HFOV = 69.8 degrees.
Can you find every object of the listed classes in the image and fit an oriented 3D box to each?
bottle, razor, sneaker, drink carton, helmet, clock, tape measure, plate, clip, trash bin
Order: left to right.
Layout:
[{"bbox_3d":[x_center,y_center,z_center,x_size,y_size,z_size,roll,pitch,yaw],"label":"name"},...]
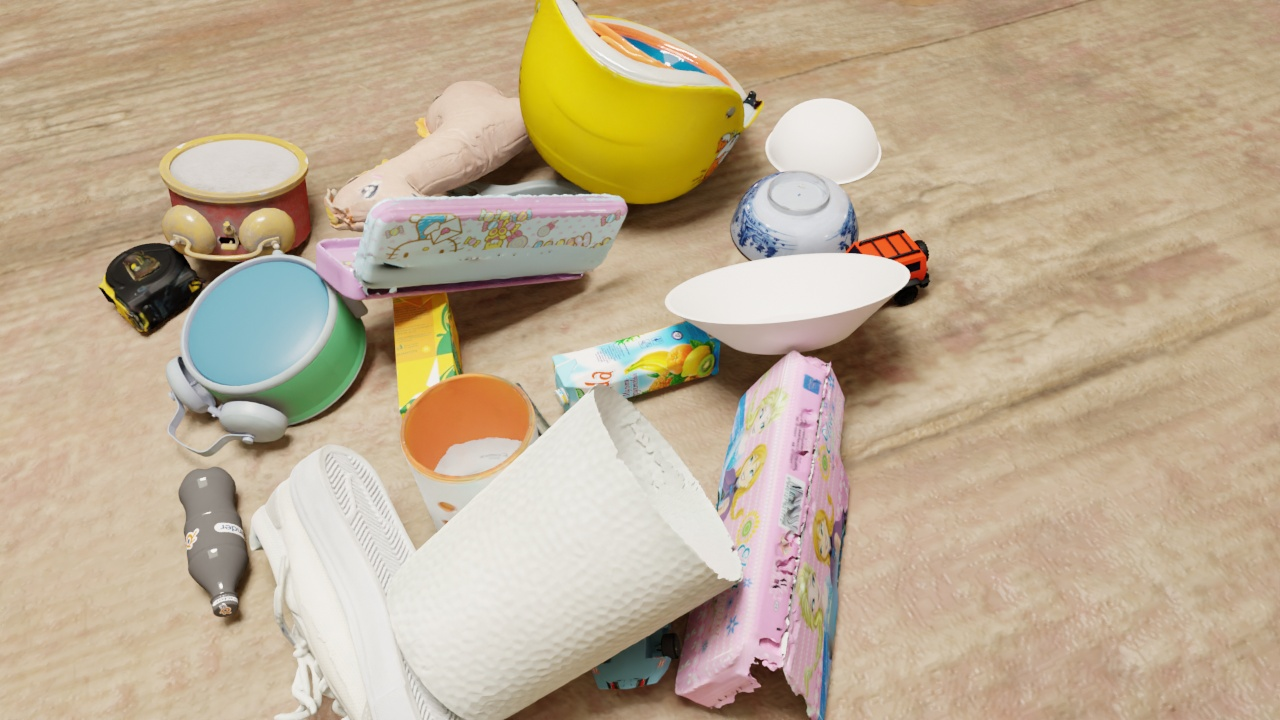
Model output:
[{"bbox_3d":[-0.415,-0.066,0.776,0.072,0.042,0.071,27,59,27],"label":"tape measure"},{"bbox_3d":[-0.283,0.120,0.610,0.036,0.036,0.110,-20,51,-14],"label":"bottle"},{"bbox_3d":[-0.348,-0.126,0.795,0.117,0.081,0.158,0,39,-11],"label":"clock"},{"bbox_3d":[-0.288,0.001,0.695,0.122,0.075,0.161,24,67,21],"label":"clock"},{"bbox_3d":[-0.163,0.170,0.538,0.091,0.089,0.242,-39,65,11],"label":"sneaker"},{"bbox_3d":[-0.157,0.005,0.688,0.041,0.058,0.122,-10,50,-6],"label":"drink carton"},{"bbox_3d":[-0.115,-0.129,0.821,0.162,0.027,0.090,8,49,11],"label":"clip"},{"bbox_3d":[-0.071,0.048,0.667,0.026,0.042,0.106,-27,44,-17],"label":"razor"},{"bbox_3d":[-0.046,0.114,0.516,0.161,0.133,0.133,-38,52,9],"label":"trash bin"},{"bbox_3d":[-0.012,-0.220,0.818,0.209,0.140,0.239,30,22,4],"label":"helmet"},{"bbox_3d":[-0.004,0.004,0.690,0.128,0.044,0.038,-16,50,-12],"label":"drink carton"},{"bbox_3d":[0.107,-0.038,0.669,0.174,0.036,0.173,-8,19,3],"label":"plate"}]

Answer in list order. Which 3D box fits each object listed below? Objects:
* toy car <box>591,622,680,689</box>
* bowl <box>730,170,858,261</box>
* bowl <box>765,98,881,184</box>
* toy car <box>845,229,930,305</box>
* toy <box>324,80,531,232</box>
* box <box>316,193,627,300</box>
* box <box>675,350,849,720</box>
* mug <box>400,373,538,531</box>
[{"bbox_3d":[-0.002,0.154,0.568,0.060,0.027,0.107,-12,49,16],"label":"toy car"},{"bbox_3d":[0.135,-0.131,0.797,0.114,0.045,0.114,-2,49,2],"label":"bowl"},{"bbox_3d":[0.176,-0.218,0.872,0.110,0.041,0.109,-2,49,2],"label":"bowl"},{"bbox_3d":[0.183,-0.071,0.740,0.100,0.049,0.051,-16,50,-10],"label":"toy car"},{"bbox_3d":[-0.193,-0.183,0.815,0.196,0.065,0.263,12,40,33],"label":"toy"},{"bbox_3d":[-0.123,-0.084,0.694,0.213,0.140,0.062,-10,86,-39],"label":"box"},{"bbox_3d":[0.098,0.110,0.582,0.090,0.085,0.229,27,50,-11],"label":"box"},{"bbox_3d":[-0.103,0.072,0.596,0.082,0.105,0.082,-2,49,2],"label":"mug"}]
